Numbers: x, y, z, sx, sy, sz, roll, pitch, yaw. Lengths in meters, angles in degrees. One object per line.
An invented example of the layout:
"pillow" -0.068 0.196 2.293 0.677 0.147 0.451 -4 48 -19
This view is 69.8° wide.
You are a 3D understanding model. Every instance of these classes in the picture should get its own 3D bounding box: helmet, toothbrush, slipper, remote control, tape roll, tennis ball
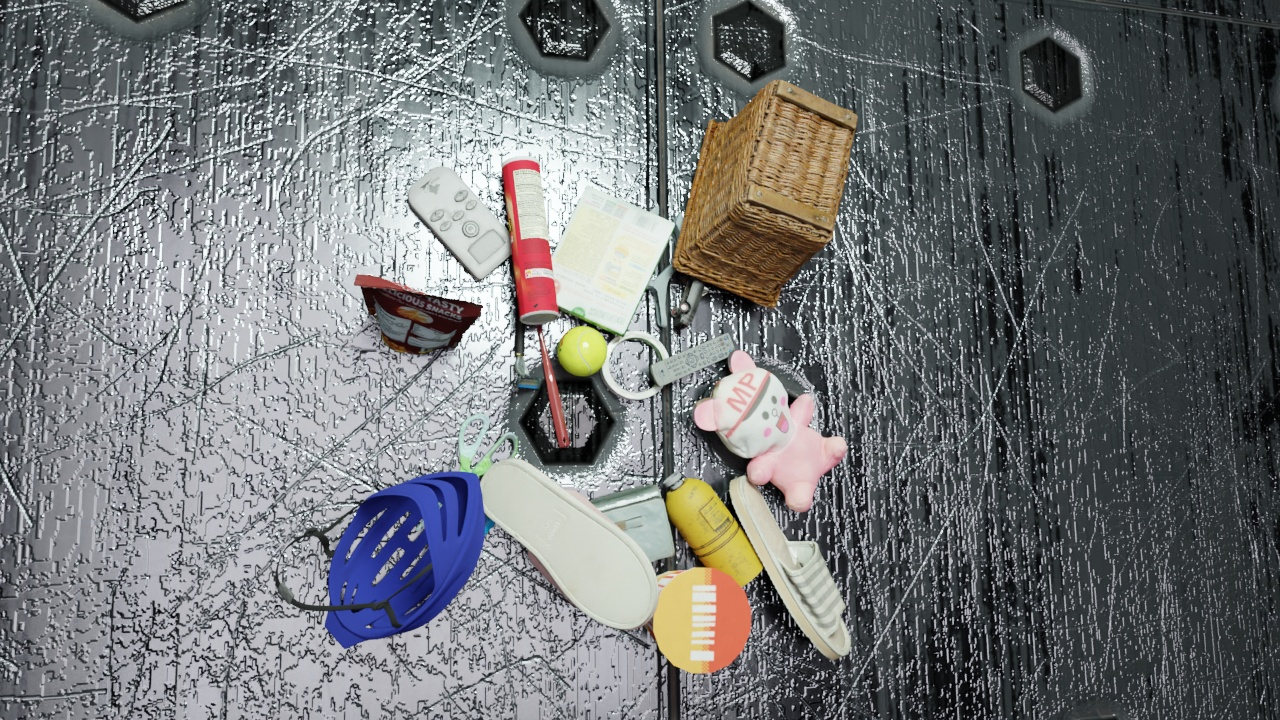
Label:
"helmet" -0.291 0.218 1.035 0.148 0.227 0.241 37 92 24
"toothbrush" -0.118 0.021 1.208 0.016 0.016 0.190 -11 86 -19
"slipper" 0.204 0.270 1.220 0.054 0.114 0.272 -34 89 26
"remote control" -0.234 -0.183 1.201 0.074 0.019 0.151 -43 95 -15
"slipper" -0.087 0.222 1.131 0.274 0.054 0.114 40 95 16
"tape roll" -0.007 0.007 1.238 0.093 0.018 0.093 2 83 -14
"remote control" 0.072 -0.001 1.249 0.136 0.013 0.033 -23 93 -27
"tennis ball" -0.076 -0.012 1.197 0.065 0.065 0.065 2 83 -15

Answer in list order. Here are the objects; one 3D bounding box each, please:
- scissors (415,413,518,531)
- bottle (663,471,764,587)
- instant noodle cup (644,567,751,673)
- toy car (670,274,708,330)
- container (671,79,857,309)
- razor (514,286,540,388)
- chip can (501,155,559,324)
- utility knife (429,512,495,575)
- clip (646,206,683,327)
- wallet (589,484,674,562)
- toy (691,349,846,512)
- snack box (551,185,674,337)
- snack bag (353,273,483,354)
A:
"scissors" -0.218 0.157 1.167 0.093 0.032 0.175 27 82 -12
"bottle" 0.090 0.219 1.210 0.071 0.071 0.164 -38 93 -16
"instant noodle cup" 0.060 0.320 1.163 0.123 0.121 0.123 2 83 -15
"toy car" 0.070 -0.086 1.257 0.037 0.040 0.092 21 76 -12
"container" 0.171 -0.231 1.210 0.162 0.184 0.249 20 68 -14
"razor" -0.156 -0.034 1.204 0.042 0.022 0.144 11 71 -56
"chip can" -0.144 -0.156 1.189 0.051 0.052 0.214 -5 76 -15
"utility knife" -0.202 0.204 1.165 0.031 0.015 0.185 43 74 -9
"clip" 0.001 -0.135 1.254 0.115 0.028 0.163 14 79 -11
"wallet" -0.027 0.223 1.192 0.131 0.054 0.100 -15 86 -11
"toy" 0.172 0.096 1.240 0.213 0.084 0.141 42 71 -9
"snack box" -0.047 -0.133 1.221 0.132 0.027 0.168 24 80 4
"snack bag" -0.265 -0.051 1.078 0.139 0.208 0.066 19 78 -11
